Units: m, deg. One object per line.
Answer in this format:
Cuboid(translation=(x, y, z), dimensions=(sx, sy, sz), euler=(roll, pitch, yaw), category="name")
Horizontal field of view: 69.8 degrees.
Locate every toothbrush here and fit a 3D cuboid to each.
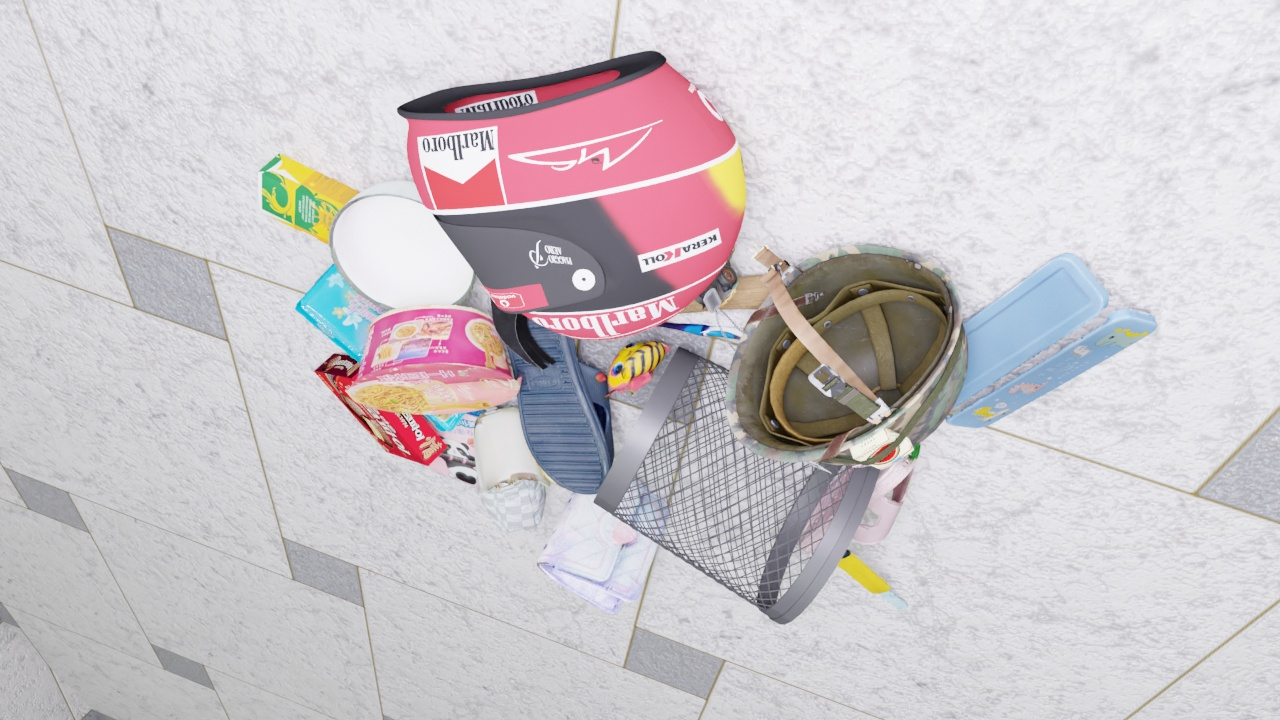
Cuboid(translation=(0.067, -0.028, 0.964), dimensions=(0.189, 0.017, 0.016), euler=(8, 133, 19), category="toothbrush")

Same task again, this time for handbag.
Cuboid(translation=(-0.043, 0.221, 1.155), dimensions=(0.126, 0.158, 0.069), euler=(32, 140, -7), category="handbag")
Cuboid(translation=(-0.147, 0.140, 1.163), dimensions=(0.123, 0.112, 0.172), euler=(-12, 147, -9), category="handbag")

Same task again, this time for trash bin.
Cuboid(translation=(0.095, 0.121, 0.960), dimensions=(0.227, 0.217, 0.218), euler=(29, 137, 2), category="trash bin")

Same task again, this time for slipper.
Cuboid(translation=(0.249, 0.152, 1.002), dimensions=(0.064, 0.094, 0.240), euler=(30, 143, 1), category="slipper")
Cuboid(translation=(-0.088, 0.026, 1.052), dimensions=(0.101, 0.082, 0.264), euler=(-6, 109, 25), category="slipper")

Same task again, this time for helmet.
Cuboid(translation=(-0.046, -0.129, 0.775), dimensions=(0.271, 0.197, 0.225), euler=(-8, 115, 10), category="helmet")
Cuboid(translation=(0.172, -0.001, 0.803), dimensions=(0.224, 0.192, 0.236), euler=(-29, 140, 5), category="helmet")

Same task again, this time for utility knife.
Cuboid(translation=(0.279, 0.270, 1.109), dimensions=(0.031, 0.019, 0.227), euler=(-15, 141, 29), category="utility knife")

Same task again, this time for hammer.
Cuboid(translation=(-0.005, -0.060, 0.929), dimensions=(0.306, 0.040, 0.132), euler=(-1, 102, 17), category="hammer")

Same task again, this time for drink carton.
Cuboid(translation=(-0.352, -0.169, 1.005), dimensions=(0.122, 0.041, 0.058), euler=(26, 137, 0), category="drink carton")

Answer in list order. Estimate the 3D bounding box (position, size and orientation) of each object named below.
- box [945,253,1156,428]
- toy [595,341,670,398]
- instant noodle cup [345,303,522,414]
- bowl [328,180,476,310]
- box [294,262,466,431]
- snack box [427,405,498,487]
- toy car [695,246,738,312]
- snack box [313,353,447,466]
Cuboid(translation=(0.348, -0.003, 0.839), dimensions=(0.122, 0.047, 0.210), euler=(35, 138, -9), category="box")
Cuboid(translation=(-0.006, 0.006, 0.983), dimensions=(0.046, 0.084, 0.104), euler=(58, 160, -3), category="toy")
Cuboid(translation=(-0.222, -0.002, 0.994), dimensions=(0.178, 0.077, 0.179), euler=(-4, 162, -2), category="instant noodle cup")
Cuboid(translation=(-0.239, -0.126, 0.961), dimensions=(0.153, 0.072, 0.154), euler=(5, 133, 5), category="bowl")
Cuboid(translation=(-0.303, -0.018, 1.107), dimensions=(0.227, 0.097, 0.117), euler=(44, 156, -20), category="box")
Cuboid(translation=(-0.237, 0.106, 1.222), dimensions=(0.088, 0.033, 0.154), euler=(19, 137, 7), category="snack box")
Cuboid(translation=(0.064, -0.102, 0.866), dimensions=(0.047, 0.047, 0.112), euler=(-36, 71, 46), category="toy car")
Cuboid(translation=(-0.337, 0.062, 1.187), dimensions=(0.133, 0.035, 0.152), euler=(5, 136, 52), category="snack box")
